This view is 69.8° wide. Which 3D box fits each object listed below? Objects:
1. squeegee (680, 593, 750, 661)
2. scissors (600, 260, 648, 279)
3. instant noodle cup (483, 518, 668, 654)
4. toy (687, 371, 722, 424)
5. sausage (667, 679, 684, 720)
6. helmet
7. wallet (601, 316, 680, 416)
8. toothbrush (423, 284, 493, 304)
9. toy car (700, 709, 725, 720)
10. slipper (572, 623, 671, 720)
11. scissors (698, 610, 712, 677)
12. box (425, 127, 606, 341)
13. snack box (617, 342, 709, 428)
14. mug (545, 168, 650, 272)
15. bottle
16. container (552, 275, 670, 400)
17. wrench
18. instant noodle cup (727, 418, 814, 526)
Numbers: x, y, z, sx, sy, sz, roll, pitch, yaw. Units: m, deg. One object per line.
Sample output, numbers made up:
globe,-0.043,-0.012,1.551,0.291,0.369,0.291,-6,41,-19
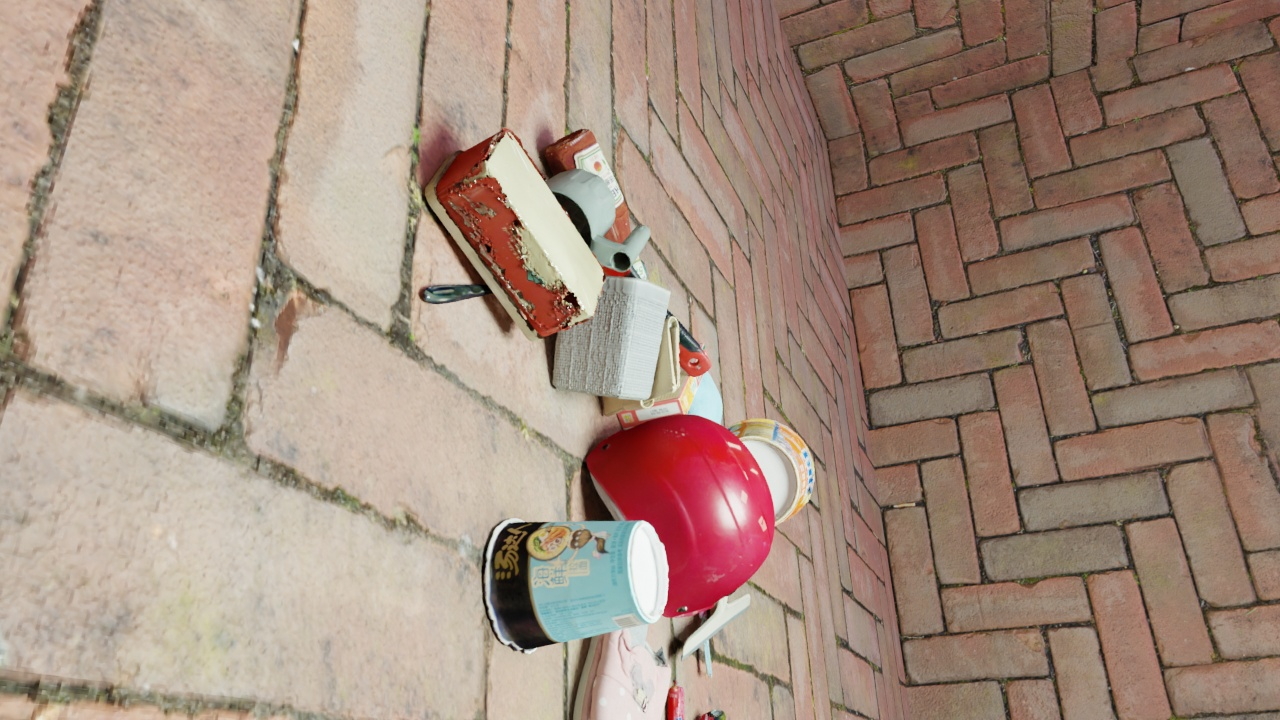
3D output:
squeegee,0.078,0.212,1.133,0.246,0.039,0.246,2,71,-66
scissors,-0.027,-0.111,1.098,0.169,0.019,0.174,-52,125,-66
instant noodle cup,-0.046,0.173,0.734,0.111,0.121,0.111,-12,90,-70
toy,0.070,0.038,1.226,0.156,0.050,0.161,35,45,-47
sausage,0.038,0.418,0.967,0.020,0.020,0.155,46,38,-55
helmet,0.067,0.145,0.966,0.207,0.144,0.239,63,17,9
wallet,-0.002,0.011,0.963,0.024,0.115,0.087,17,64,-39
toothbrush,-0.134,-0.061,0.786,0.180,0.018,0.015,-20,100,-68
toy car,0.075,0.432,1.019,0.120,0.045,0.053,-8,88,-78
slipper,-0.010,0.290,0.858,0.273,0.054,0.114,-81,151,-47
scissors,0.079,0.322,1.128,0.063,0.017,0.135,46,33,-61
box,-0.096,-0.108,0.787,0.168,0.080,0.091,56,27,-28
snack box,0.029,0.027,1.081,0.155,0.077,0.027,-60,134,-61
mug,-0.055,-0.130,0.892,0.103,0.124,0.084,-62,174,-63
bottle,-0.036,-0.148,1.002,0.206,0.060,0.059,64,24,-19
container,-0.030,-0.022,0.905,0.090,0.090,0.114,10,87,-67
wrench,-0.007,-0.085,0.994,0.273,0.056,0.016,54,20,-22
instant noodle cup,0.153,0.155,1.210,0.111,0.151,0.151,-3,82,-78
